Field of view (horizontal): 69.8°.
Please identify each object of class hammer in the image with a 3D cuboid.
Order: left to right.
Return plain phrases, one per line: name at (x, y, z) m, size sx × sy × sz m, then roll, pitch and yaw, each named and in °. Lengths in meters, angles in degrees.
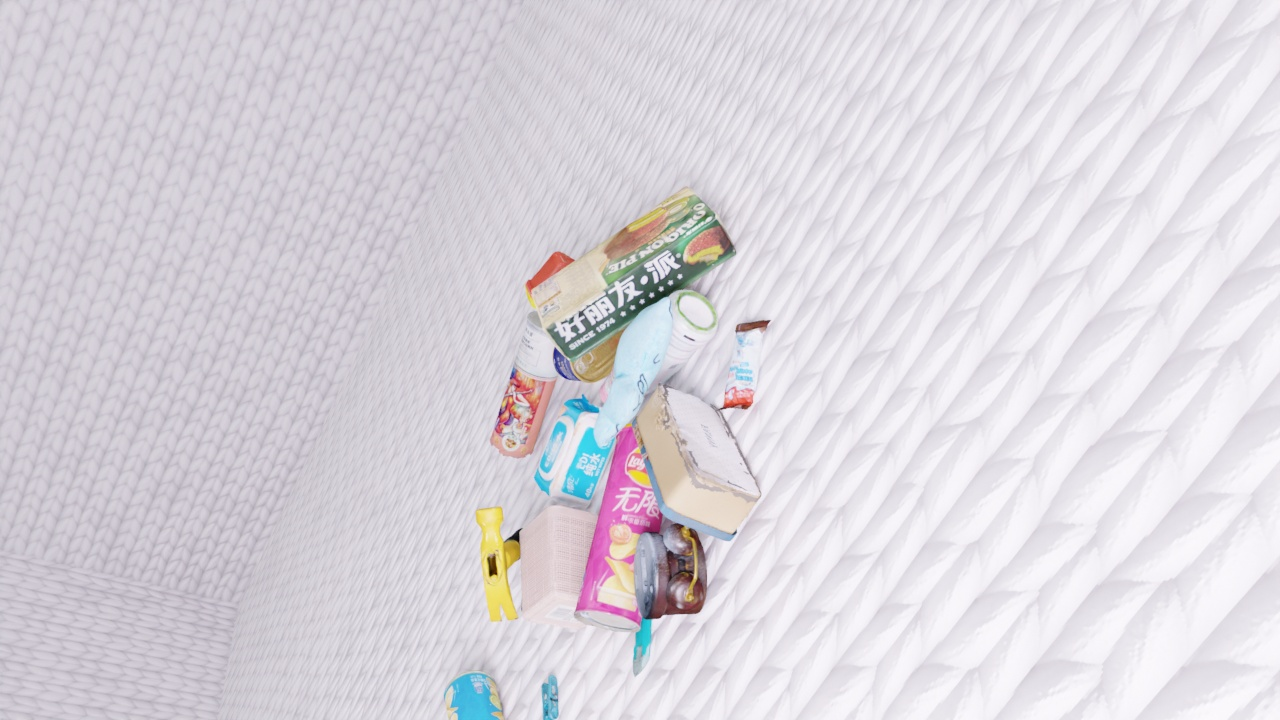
hammer at (-0.159, 0.235, 1.124) m, size 0.301 × 0.033 × 0.128 m, roll 99°, pitch 166°, yaw -85°

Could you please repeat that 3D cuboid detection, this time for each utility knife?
utility knife at (0.004, 0.227, 0.980) m, size 0.029 × 0.013 × 0.215 m, roll -37°, pitch 38°, yaw 42°

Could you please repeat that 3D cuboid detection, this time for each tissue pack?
tissue pack at (-0.085, 0.117, 1.184) m, size 0.140 × 0.063 × 0.090 m, roll -67°, pitch 25°, yaw 2°

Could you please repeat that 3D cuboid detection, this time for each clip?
clip at (-0.104, 0.392, 1.061) m, size 0.043 × 0.014 × 0.056 m, roll -54°, pitch 29°, yaw 29°

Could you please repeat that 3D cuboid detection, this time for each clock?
clock at (0.031, 0.200, 0.865) m, size 0.122 × 0.055 × 0.082 m, roll 119°, pitch 150°, yaw -61°

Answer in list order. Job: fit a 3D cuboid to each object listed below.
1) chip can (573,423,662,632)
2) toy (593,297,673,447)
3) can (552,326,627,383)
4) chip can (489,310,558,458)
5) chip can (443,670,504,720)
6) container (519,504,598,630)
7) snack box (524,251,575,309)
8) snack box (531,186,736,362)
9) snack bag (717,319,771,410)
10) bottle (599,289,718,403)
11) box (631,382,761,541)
chip can at (-0.013, 0.173, 0.967) m, size 0.072 × 0.071 × 0.210 m, roll -31°, pitch 38°, yaw 52°
toy at (-0.006, 0.006, 0.979) m, size 0.162 × 0.050 × 0.155 m, roll 124°, pitch 164°, yaw -46°
can at (-0.048, -0.032, 1.174) m, size 0.147 × 0.074 × 0.049 m, roll -47°, pitch 28°, yaw -25°
chip can at (-0.161, 0.037, 1.349) m, size 0.071 × 0.071 × 0.215 m, roll -116°, pitch 42°, yaw -58°
chip can at (-0.190, 0.467, 1.102) m, size 0.071 × 0.071 × 0.210 m, roll -63°, pitch 25°, yaw 11°
container at (-0.085, 0.242, 1.061) m, size 0.090 × 0.089 × 0.110 m, roll -44°, pitch 37°, yaw 40°
snack box at (-0.105, -0.100, 1.290) m, size 0.080 × 0.091 × 0.082 m, roll -53°, pitch 28°, yaw 14°
snack box at (-0.013, -0.106, 1.101) m, size 0.240 × 0.063 × 0.114 m, roll -34°, pitch 31°, yaw 3°
snack bag at (0.106, 0.005, 0.941) m, size 0.048 × 0.026 × 0.104 m, roll -8°, pitch 63°, yaw 48°
bottle at (0.013, -0.004, 1.088) m, size 0.198 × 0.068 × 0.068 m, roll -46°, pitch 33°, yaw 44°
box at (0.053, 0.098, 0.896) m, size 0.061 × 0.089 × 0.184 m, roll -56°, pitch 22°, yaw 21°
